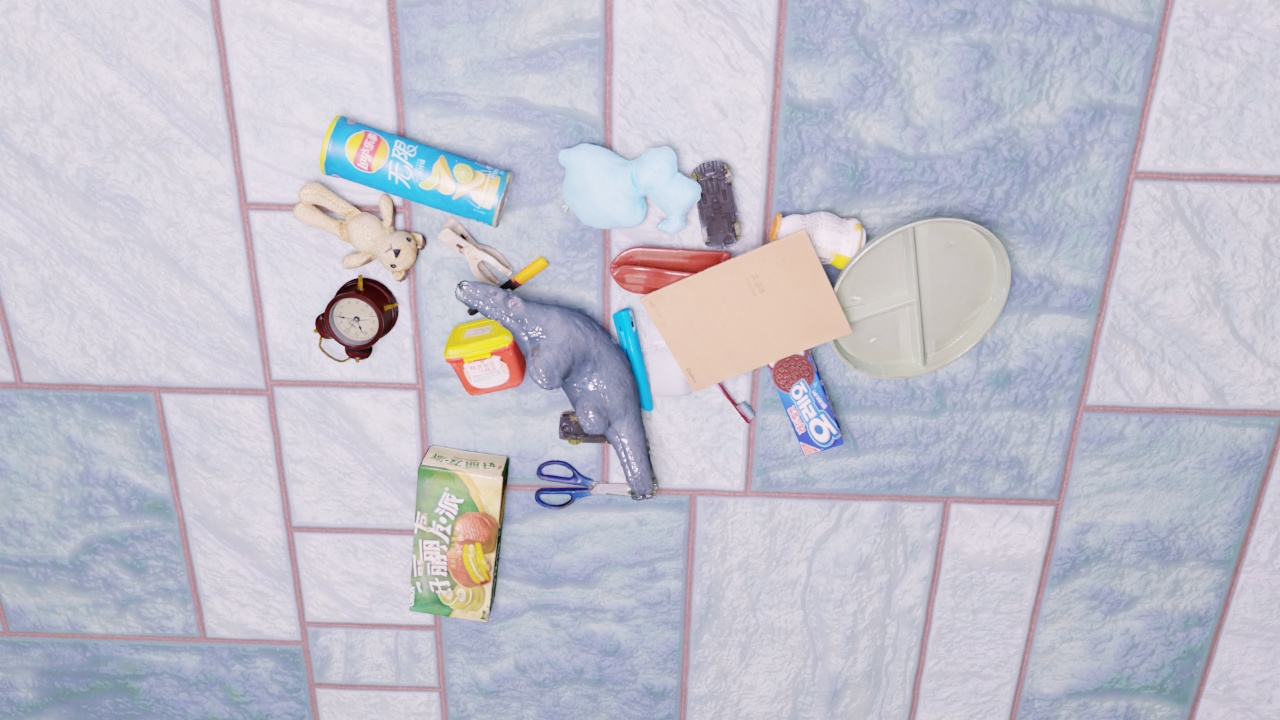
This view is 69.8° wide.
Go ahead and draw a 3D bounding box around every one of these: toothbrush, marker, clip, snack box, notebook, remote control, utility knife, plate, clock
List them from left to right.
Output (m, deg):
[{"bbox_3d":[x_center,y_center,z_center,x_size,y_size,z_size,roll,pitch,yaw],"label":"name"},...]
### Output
[{"bbox_3d":[-0.359,-0.048,1.154,0.082,0.055,0.122,39,109,-13],"label":"clock"},{"bbox_3d":[-0.250,0.240,1.262,0.114,0.063,0.240,9,112,-1],"label":"snack box"},{"bbox_3d":[-0.204,-0.132,1.126,0.100,0.070,0.035,40,108,-21],"label":"clip"},{"bbox_3d":[-0.192,-0.004,1.156,0.091,0.081,0.080,-12,121,7],"label":"snack box"},{"bbox_3d":[-0.168,-0.092,1.152,0.124,0.018,0.015,-33,68,14],"label":"marker"},{"bbox_3d":[-0.007,0.007,1.181,0.018,0.034,0.161,-29,117,-32],"label":"utility knife"},{"bbox_3d":[0.037,-0.017,1.174,0.056,0.020,0.136,-4,111,3],"label":"remote control"},{"bbox_3d":[0.093,0.014,1.175,0.017,0.016,0.187,-43,115,-6],"label":"toothbrush"},{"bbox_3d":[0.124,-0.055,1.090,0.212,0.012,0.149,-21,119,19],"label":"notebook"},{"bbox_3d":[0.199,0.020,1.166,0.058,0.057,0.207,-21,110,12],"label":"snack box"},{"bbox_3d":[0.333,-0.074,1.109,0.230,0.027,0.231,-6,128,-8],"label":"plate"}]

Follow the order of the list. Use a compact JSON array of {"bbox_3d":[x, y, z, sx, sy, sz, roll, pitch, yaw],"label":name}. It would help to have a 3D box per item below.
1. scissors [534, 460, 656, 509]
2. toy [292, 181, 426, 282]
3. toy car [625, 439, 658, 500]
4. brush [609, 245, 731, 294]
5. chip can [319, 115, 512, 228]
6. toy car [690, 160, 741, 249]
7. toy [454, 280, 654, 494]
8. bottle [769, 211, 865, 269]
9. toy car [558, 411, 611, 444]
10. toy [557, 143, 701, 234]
[{"bbox_3d":[-0.063,0.184,1.263,0.173,0.012,0.126,31,108,-12],"label":"scissors"},{"bbox_3d":[-0.339,-0.158,1.104,0.157,0.066,0.105,29,93,-18],"label":"toy"},{"bbox_3d":[-0.003,0.143,1.233,0.043,0.034,0.090,-12,97,6],"label":"toy car"},{"bbox_3d":[0.035,-0.106,1.113,0.146,0.069,0.063,5,111,-1],"label":"brush"},{"bbox_3d":[-0.260,-0.219,1.074,0.210,0.071,0.071,18,111,-6],"label":"chip can"},{"bbox_3d":[0.091,-0.186,1.100,0.049,0.031,0.106,-9,107,9],"label":"toy car"},{"bbox_3d":[-0.081,0.010,1.126,0.092,0.137,0.356,-21,121,40],"label":"toy"},{"bbox_3d":[0.211,-0.148,1.095,0.108,0.063,0.063,12,111,-4],"label":"bottle"},{"bbox_3d":[-0.062,0.086,1.211,0.090,0.035,0.042,2,113,-6],"label":"toy car"},{"bbox_3d":[-0.021,-0.202,1.085,0.156,0.049,0.161,-33,109,22],"label":"toy"}]
